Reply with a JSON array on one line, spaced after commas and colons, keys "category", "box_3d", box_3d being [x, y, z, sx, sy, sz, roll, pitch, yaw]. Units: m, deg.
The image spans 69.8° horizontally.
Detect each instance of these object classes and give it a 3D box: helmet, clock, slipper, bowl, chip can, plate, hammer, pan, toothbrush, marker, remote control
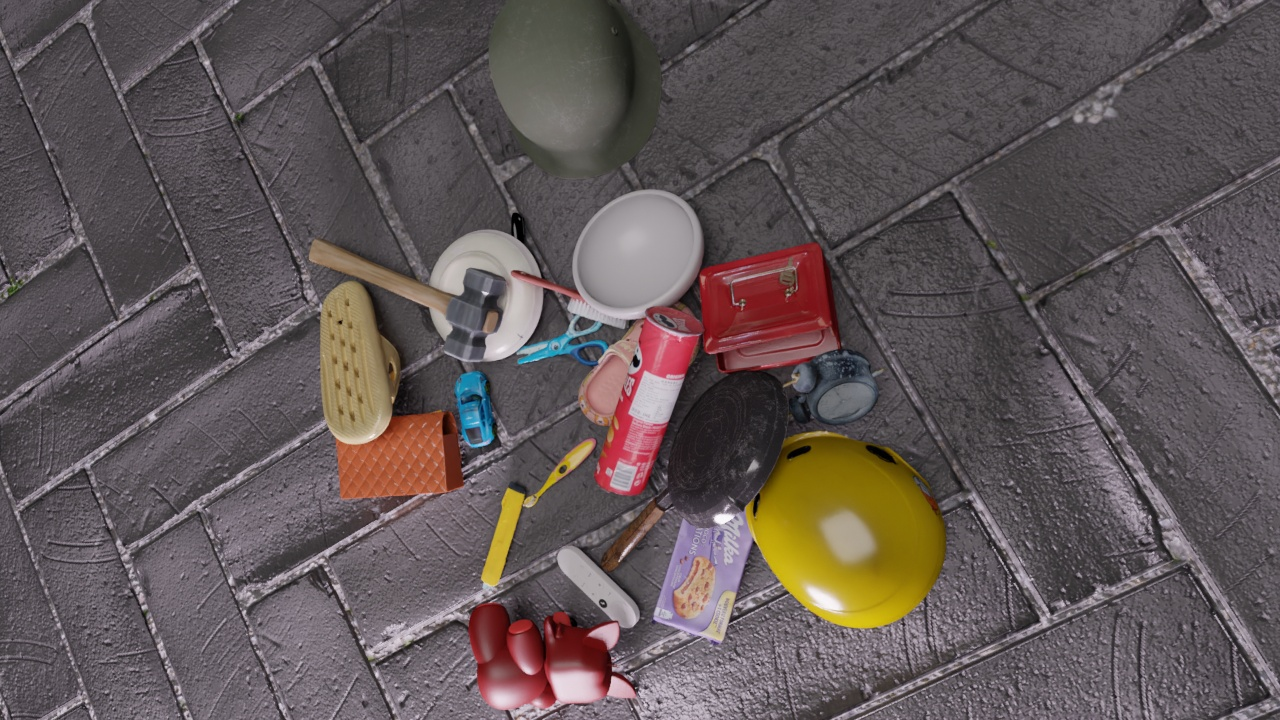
[{"category": "helmet", "box_3d": [0.232, 0.197, 1.033, 0.240, 0.139, 0.209, 37, 98, -2]}, {"category": "clock", "box_3d": [0.221, 0.034, 1.086, 0.129, 0.090, 0.052, -6, 44, -4]}, {"category": "slipper", "box_3d": [-0.007, 0.007, 1.172, 0.093, 0.081, 0.197, 46, 102, 13]}, {"category": "bowl", "box_3d": [0.005, -0.126, 1.170, 0.177, 0.066, 0.176, -10, 65, 22]}, {"category": "chip can", "box_3d": [0.007, 0.053, 1.116, 0.073, 0.073, 0.233, 26, 115, 17]}, {"category": "plate", "box_3d": [-0.220, -0.089, 1.255, 0.183, 0.034, 0.182, 0, 91, 23]}, {"category": "slipper", "box_3d": [-0.393, 0.008, 1.296, 0.111, 0.079, 0.261, -27, 61, 16]}, {"category": "hammer", "box_3d": [-0.330, -0.105, 1.258, 0.323, 0.051, 0.117, 22, 99, 24]}, {"category": "pan", "box_3d": [0.048, 0.150, 1.120, 0.040, 0.207, 0.358, 30, 118, -24]}, {"category": "helmet", "box_3d": [-0.105, -0.384, 1.181, 0.227, 0.153, 0.267, -14, 83, 16]}, {"category": "toothbrush", "box_3d": [-0.109, 0.151, 1.229, 0.135, 0.016, 0.021, -44, 72, 11]}, {"category": "marker", "box_3d": [-0.163, -0.136, 1.258, 0.022, 0.016, 0.138, -9, 86, 34]}, {"category": "remote control", "box_3d": [-0.056, 0.295, 1.199, 0.136, 0.013, 0.043, 41, 125, 15]}]

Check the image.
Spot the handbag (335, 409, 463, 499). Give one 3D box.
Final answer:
[{"category": "handbag", "box_3d": [-0.334, 0.129, 1.275, 0.172, 0.060, 0.109, -6, 91, 19]}]

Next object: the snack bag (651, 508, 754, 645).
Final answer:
[{"category": "snack bag", "box_3d": [0.088, 0.242, 1.143, 0.096, 0.058, 0.205, 18, 89, 13]}]

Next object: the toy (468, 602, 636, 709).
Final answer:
[{"category": "toy", "box_3d": [-0.113, 0.379, 1.166, 0.197, 0.120, 0.158, -5, 123, 7]}]

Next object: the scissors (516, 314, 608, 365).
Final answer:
[{"category": "scissors", "box_3d": [-0.107, -0.013, 1.239, 0.140, 0.015, 0.083, -21, 81, 13]}]

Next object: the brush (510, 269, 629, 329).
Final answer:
[{"category": "brush", "box_3d": [-0.091, -0.080, 1.206, 0.172, 0.041, 0.030, 18, 103, 1]}]

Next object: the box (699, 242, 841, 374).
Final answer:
[{"category": "box", "box_3d": [0.161, -0.058, 1.124, 0.158, 0.122, 0.136, -10, 66, 19]}]

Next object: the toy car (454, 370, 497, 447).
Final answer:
[{"category": "toy car", "box_3d": [-0.230, 0.066, 1.262, 0.048, 0.032, 0.105, -12, 83, 17]}]

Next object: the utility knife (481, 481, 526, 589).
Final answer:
[{"category": "utility knife", "box_3d": [-0.188, 0.240, 1.250, 0.030, 0.017, 0.155, 19, 92, 22]}]
